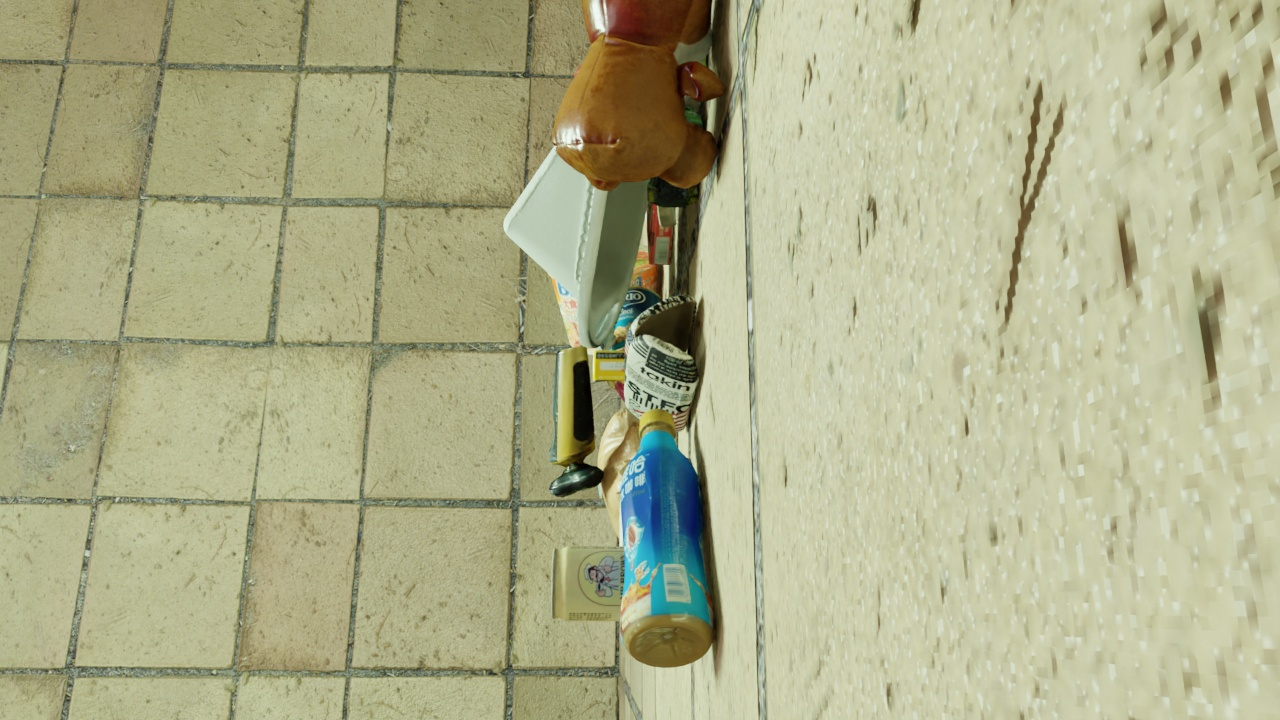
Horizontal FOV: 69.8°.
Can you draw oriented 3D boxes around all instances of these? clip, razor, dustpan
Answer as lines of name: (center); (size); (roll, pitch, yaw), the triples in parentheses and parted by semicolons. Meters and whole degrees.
clip: (0.025, -0.192, 0.972); (0.072, 0.034, 0.100); (96, 166, -55)
razor: (-0.066, 0.063, 0.950); (0.068, 0.062, 0.168); (20, 117, 45)
dustpan: (-0.014, -0.149, 0.854); (0.258, 0.142, 0.222); (-48, 3, 22)

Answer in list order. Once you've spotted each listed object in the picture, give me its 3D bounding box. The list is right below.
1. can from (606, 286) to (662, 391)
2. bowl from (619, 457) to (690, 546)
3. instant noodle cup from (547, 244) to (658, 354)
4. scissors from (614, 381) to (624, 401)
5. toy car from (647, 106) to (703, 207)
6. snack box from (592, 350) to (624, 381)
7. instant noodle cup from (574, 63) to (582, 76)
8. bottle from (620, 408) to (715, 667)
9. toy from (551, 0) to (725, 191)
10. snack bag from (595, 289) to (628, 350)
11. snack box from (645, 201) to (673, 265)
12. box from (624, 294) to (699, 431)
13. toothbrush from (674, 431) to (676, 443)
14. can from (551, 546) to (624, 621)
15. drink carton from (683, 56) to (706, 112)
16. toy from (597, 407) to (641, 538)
can: (-0.007, -0.023, 1.100); (0.075, 0.075, 0.111); (94, 175, -52)
bowl: (0.013, 0.143, 0.809); (0.113, 0.062, 0.113); (177, 93, -86)
instant noodle cup: (-0.042, -0.081, 1.217); (0.151, 0.151, 0.111); (-95, -1, -66)
scissors: (0.014, 0.056, 0.998); (0.113, 0.017, 0.134); (50, -171, 19)
toy car: (0.028, -0.165, 0.751); (0.091, 0.043, 0.036); (96, 172, -47)
snack box: (-0.006, 0.005, 0.941); (0.140, 0.087, 0.034); (-148, 59, -86)
instant noodle cup: (-0.017, -0.318, 1.130); (0.124, 0.116, 0.117); (-152, 62, -74)
bottle: (0.016, 0.122, 0.697); (0.218, 0.065, 0.065); (-93, 5, -50)
toy: (0.007, -0.222, 0.649); (0.130, 0.140, 0.199); (-6, -79, -51)
snack bag: (-0.026, -0.103, 1.025); (0.110, 0.039, 0.191); (131, 150, -79)
snack box: (0.021, -0.186, 1.071); (0.152, 0.025, 0.075); (-93, 5, -47)
box: (0.021, -0.002, 0.792); (0.163, 0.076, 0.087); (90, -158, -67)
toothbrush: (0.028, 0.132, 0.925); (0.016, 0.018, 0.191); (106, 165, -81)
can: (-0.012, 0.177, 0.728); (0.058, 0.116, 0.058); (176, 94, -88)
drink carton: (0.028, -0.268, 0.743); (0.053, 0.045, 0.122); (111, 159, -79)
toy: (-0.005, 0.135, 0.978); (0.226, 0.082, 0.143); (-125, 23, -81)
